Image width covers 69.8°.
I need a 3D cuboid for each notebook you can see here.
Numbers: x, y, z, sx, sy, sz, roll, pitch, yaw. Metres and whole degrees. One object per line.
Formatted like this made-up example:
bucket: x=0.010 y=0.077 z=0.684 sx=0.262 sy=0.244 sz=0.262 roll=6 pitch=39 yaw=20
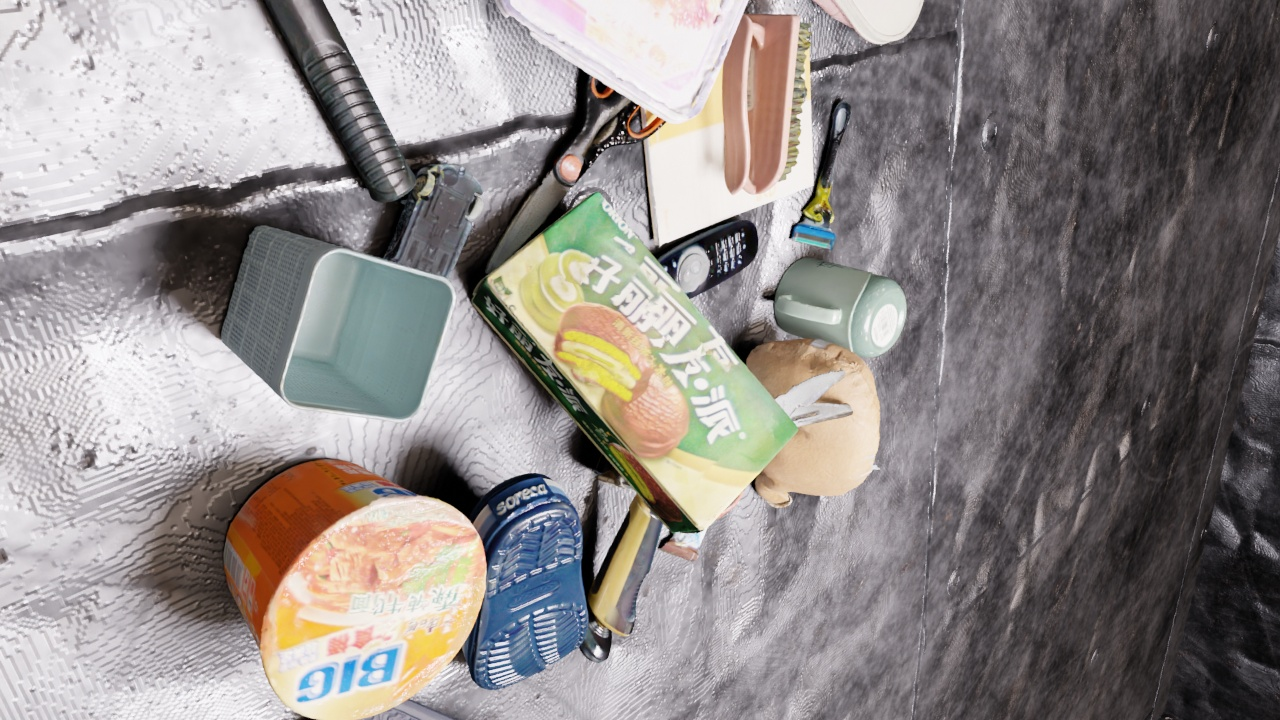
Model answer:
notebook: x=0.082 y=-0.198 z=0.805 sx=0.205 sy=0.010 sz=0.146 roll=-25 pitch=121 yaw=-35

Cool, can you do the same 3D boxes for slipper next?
slipper: x=-0.102 y=0.168 z=0.716 sx=0.105 sy=0.095 sz=0.253 roll=-21 pitch=143 yaw=-22
slipper: x=-0.163 y=0.344 z=0.752 sx=0.268 sy=0.083 sz=0.110 roll=42 pitch=65 yaw=-27
slipper: x=0.170 y=-0.363 z=0.792 sx=0.274 sy=0.054 sz=0.114 roll=14 pitch=96 yaw=-49

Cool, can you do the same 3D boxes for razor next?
razor: x=-0.021 y=0.188 z=0.810 sx=0.067 sy=0.062 sz=0.168 roll=18 pitch=113 yaw=-7
razor: x=0.184 y=-0.183 z=0.904 sx=0.042 sy=0.022 sz=0.143 roll=12 pitch=97 yaw=-1

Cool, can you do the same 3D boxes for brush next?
brush: x=0.097 y=-0.211 z=0.764 sx=0.072 sy=0.063 sz=0.146 roll=-17 pitch=118 yaw=-43

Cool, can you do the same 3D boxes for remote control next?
remote control: x=0.052 y=-0.087 z=0.813 sx=0.136 sy=0.024 sz=0.053 roll=-29 pitch=126 yaw=-31

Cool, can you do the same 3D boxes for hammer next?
hammer: x=-0.204 y=-0.222 z=0.505 sx=0.128 sy=0.033 sz=0.301 roll=-41 pitch=130 yaw=-24

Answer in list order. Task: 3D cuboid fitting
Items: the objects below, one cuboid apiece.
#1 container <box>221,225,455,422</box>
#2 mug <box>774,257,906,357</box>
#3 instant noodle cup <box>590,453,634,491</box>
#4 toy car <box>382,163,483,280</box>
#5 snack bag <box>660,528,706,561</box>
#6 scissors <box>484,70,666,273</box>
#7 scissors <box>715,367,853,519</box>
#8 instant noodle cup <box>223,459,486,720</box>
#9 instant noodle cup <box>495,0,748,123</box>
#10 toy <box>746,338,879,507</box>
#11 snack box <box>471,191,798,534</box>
container: x=-0.185 y=-0.025 z=0.546 sx=0.090 sy=0.111 sz=0.090 roll=14 pitch=95 yaw=-46
mug: x=0.190 y=-0.051 z=0.900 sx=0.111 sy=0.106 sz=0.082 roll=-5 pitch=110 yaw=-42
instant noodle cup: x=0.023 y=0.053 z=0.790 sx=0.111 sy=0.111 sz=0.120 roll=15 pitch=88 yaw=-46
toy car: x=-0.144 y=-0.084 z=0.619 sx=0.049 sy=0.031 sz=0.105 roll=23 pitch=91 yaw=-47
snack bag: x=0.058 y=0.149 z=0.913 sx=0.048 sy=0.026 sz=0.104 roll=26 pitch=87 yaw=-34
scissors: x=-0.036 y=-0.146 z=0.698 sx=0.125 sy=0.022 sz=0.235 roll=20 pitch=92 yaw=-36
scissors: x=0.093 y=0.064 z=0.766 sx=0.197 sy=0.015 sz=0.213 roll=31 pitch=71 yaw=-23
instant noodle cup: x=-0.194 y=0.139 z=0.604 sx=0.151 sy=0.111 sz=0.151 roll=-18 pitch=118 yaw=-38
instant noodle cup: x=-0.016 y=-0.258 z=0.633 sx=0.173 sy=0.060 sz=0.138 roll=23 pitch=90 yaw=-31
toy: x=0.165 y=0.081 z=0.907 sx=0.082 sy=0.143 sz=0.226 roll=-37 pitch=141 yaw=-42
snack box: x=-0.004 y=0.004 z=0.681 sx=0.114 sy=0.063 sz=0.240 roll=-42 pitch=94 yaw=-23
